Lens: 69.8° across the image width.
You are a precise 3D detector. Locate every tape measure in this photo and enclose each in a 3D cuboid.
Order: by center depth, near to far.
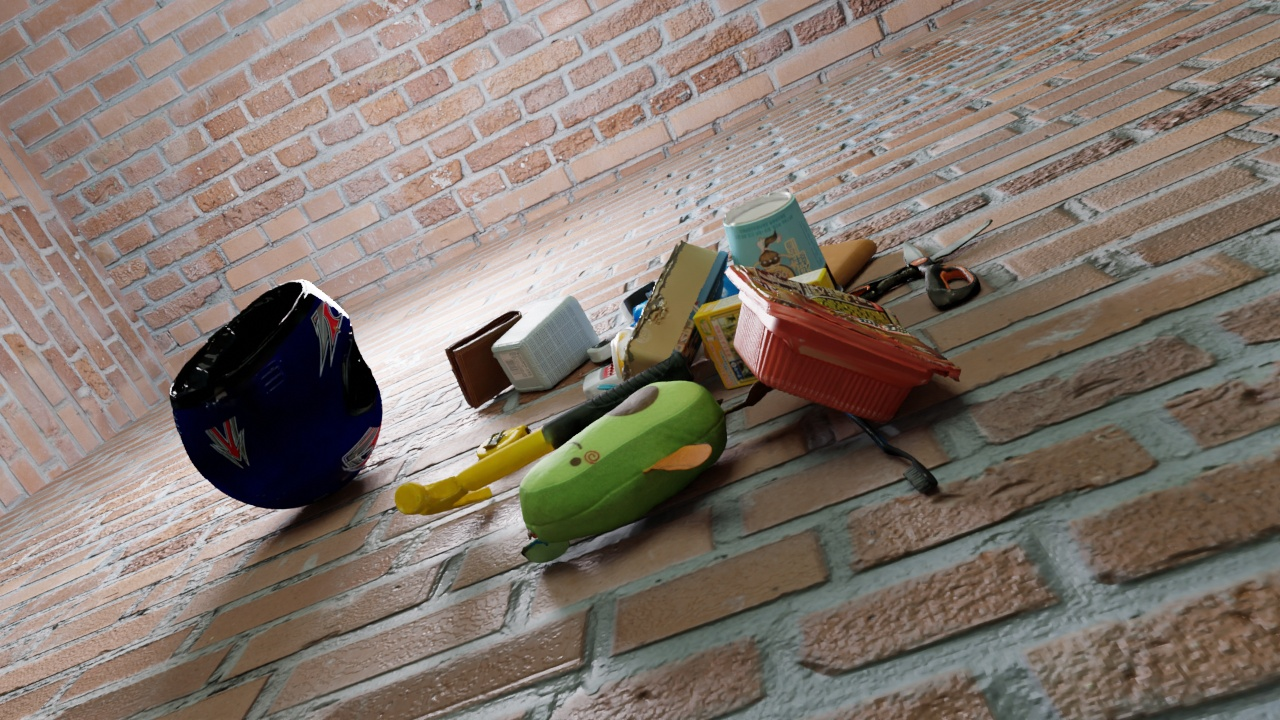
[{"bbox_3d":[-0.160,0.098,1.049,0.060,0.029,0.057,-20,19,21],"label":"tape measure"},{"bbox_3d":[0.006,-0.078,1.275,0.066,0.033,0.065,-32,-12,10],"label":"tape measure"}]

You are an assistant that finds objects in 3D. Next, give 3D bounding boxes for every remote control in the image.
[{"bbox_3d":[-0.007,0.006,1.105,0.136,0.020,0.055,-24,18,9],"label":"remote control"},{"bbox_3d":[-0.003,-0.042,1.228,0.150,0.021,0.058,-30,9,-13],"label":"remote control"}]

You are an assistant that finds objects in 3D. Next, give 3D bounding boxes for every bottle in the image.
[{"bbox_3d":[0.023,-0.010,1.040,0.108,0.063,0.063,-10,19,6],"label":"bottle"}]

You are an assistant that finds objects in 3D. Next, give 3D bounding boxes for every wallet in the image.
[{"bbox_3d":[0.206,-0.100,1.086,0.108,0.031,0.131,-5,27,43],"label":"wallet"},{"bbox_3d":[-0.205,-0.002,1.287,0.124,0.101,0.032,-35,39,-29],"label":"wallet"}]

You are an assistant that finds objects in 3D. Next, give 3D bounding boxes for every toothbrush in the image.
[{"bbox_3d":[0.178,0.060,0.692,0.016,0.014,0.189,-50,15,6],"label":"toothbrush"}]

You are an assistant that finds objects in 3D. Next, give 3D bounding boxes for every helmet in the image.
[{"bbox_3d":[-0.469,0.059,1.240,0.247,0.240,0.314,-24,29,12],"label":"helmet"}]

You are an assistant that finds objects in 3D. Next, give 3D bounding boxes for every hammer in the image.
[{"bbox_3d":[-0.087,0.075,0.890,0.301,0.033,0.128,-28,-11,6],"label":"hammer"}]

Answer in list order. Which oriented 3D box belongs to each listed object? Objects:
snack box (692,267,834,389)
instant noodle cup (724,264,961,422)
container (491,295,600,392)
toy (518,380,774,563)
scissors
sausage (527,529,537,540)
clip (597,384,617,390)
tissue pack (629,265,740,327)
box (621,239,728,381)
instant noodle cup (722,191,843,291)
[{"bbox_3d":[0.130,-0.028,0.891,0.141,0.087,0.033,-17,20,31],"label":"snack box"},{"bbox_3d":[0.150,-0.013,0.743,0.188,0.164,0.079,-111,40,-74],"label":"instant noodle cup"},{"bbox_3d":[-0.130,-0.019,1.249,0.090,0.090,0.111,-8,28,47],"label":"container"},{"bbox_3d":[-0.001,0.077,0.775,0.246,0.090,0.227,-31,8,-27],"label":"toy"},{"bbox_3d":[0.285,-0.092,0.958,0.234,0.022,0.221,-28,17,-2],"label":"scissors"},{"bbox_3d":[-0.060,0.118,0.861,0.020,0.020,0.155,-12,23,40],"label":"sausage"},{"bbox_3d":[-0.020,0.038,1.031,0.054,0.034,0.013,-14,21,4],"label":"clip"},{"bbox_3d":[0.067,-0.078,1.163,0.156,0.052,0.095,-28,10,-27],"label":"tissue pack"},{"bbox_3d":[0.040,-0.046,0.974,0.061,0.090,0.183,21,60,12],"label":"box"},{"bbox_3d":[0.142,-0.109,0.969,0.111,0.120,0.111,-21,22,9],"label":"instant noodle cup"}]
